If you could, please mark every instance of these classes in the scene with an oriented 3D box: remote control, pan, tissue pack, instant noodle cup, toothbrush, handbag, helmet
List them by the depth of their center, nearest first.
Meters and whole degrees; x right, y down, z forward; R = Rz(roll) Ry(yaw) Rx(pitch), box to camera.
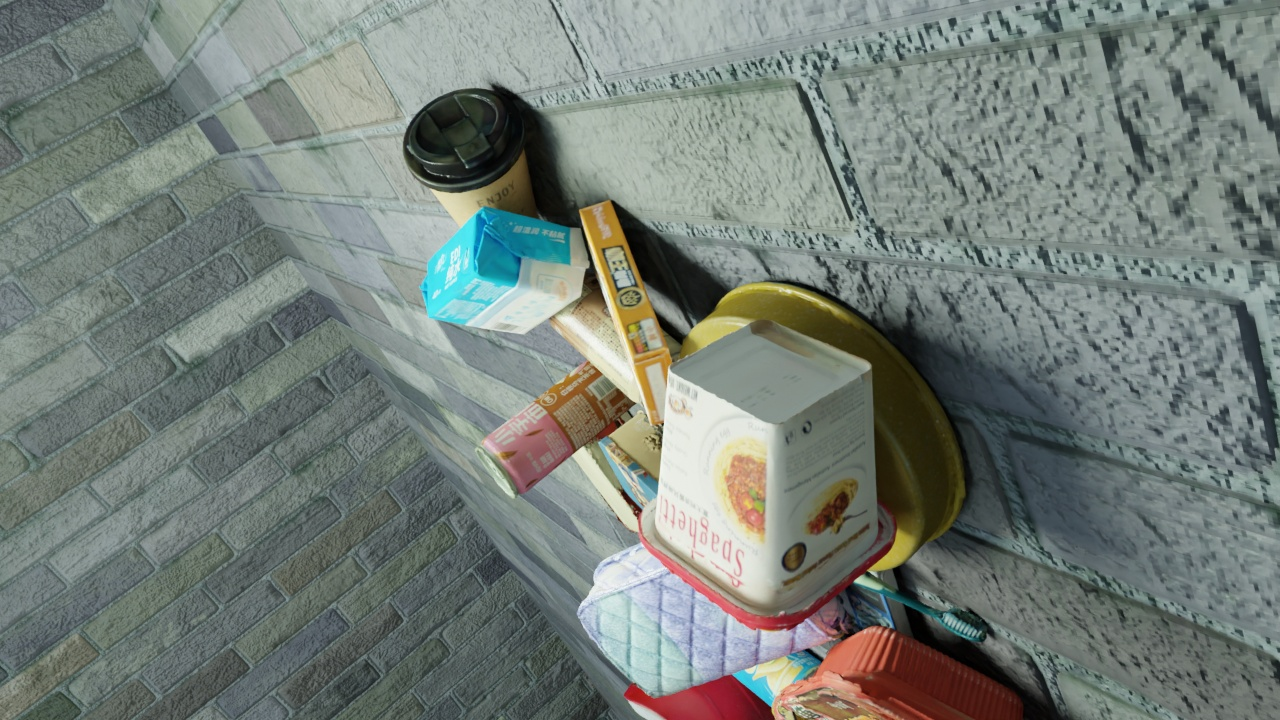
[{"bbox_3d":[0.066,0.055,0.481,0.116,0.116,0.124,28,133,42],"label":"instant noodle cup"},{"bbox_3d":[0.149,0.146,0.642,0.192,0.016,0.018,24,141,20],"label":"toothbrush"},{"bbox_3d":[0.084,0.049,0.650,0.197,0.078,0.358,56,154,-5],"label":"pan"},{"bbox_3d":[0.194,0.258,0.666,0.164,0.079,0.189,27,155,5],"label":"instant noodle cup"},{"bbox_3d":[0.180,0.184,0.699,0.049,0.024,0.125,28,151,49],"label":"remote control"},{"bbox_3d":[-0.108,-0.068,0.715,0.140,0.090,0.063,-26,59,56],"label":"tissue pack"},{"bbox_3d":[0.055,0.196,0.743,0.194,0.075,0.134,-30,108,34],"label":"handbag"},{"bbox_3d":[0.107,0.461,1.192,0.207,0.144,0.240,40,172,31],"label":"helmet"}]

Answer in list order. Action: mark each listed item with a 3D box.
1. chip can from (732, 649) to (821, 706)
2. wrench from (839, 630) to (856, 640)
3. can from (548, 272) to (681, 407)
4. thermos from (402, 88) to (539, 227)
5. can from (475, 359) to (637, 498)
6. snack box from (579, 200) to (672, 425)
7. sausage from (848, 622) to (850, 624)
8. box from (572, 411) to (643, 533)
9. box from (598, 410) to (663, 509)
[{"bbox_3d":[0.114,0.311,1.002,0.210,0.071,0.071,26,148,52],"label":"chip can"},{"bbox_3d":[0.218,0.298,0.799,0.273,0.016,0.056,54,167,-23],"label":"wrench"},{"bbox_3d":[-0.018,-0.017,0.736,0.116,0.058,0.059,42,159,27],"label":"can"},{"bbox_3d":[-0.124,-0.142,0.721,0.093,0.093,0.143,43,166,24],"label":"thermos"},{"bbox_3d":[-0.068,0.052,0.792,0.058,0.147,0.058,45,160,21],"label":"can"},{"bbox_3d":[-0.007,-0.035,0.640,0.075,0.026,0.153,75,176,-51],"label":"snack box"},{"bbox_3d":[0.150,0.233,0.862,0.020,0.020,0.156,56,160,-12],"label":"sausage"},{"bbox_3d":[-0.032,0.107,0.965,0.168,0.076,0.091,54,162,-8],"label":"box"},{"bbox_3d":[0.037,0.122,0.837,0.184,0.059,0.090,38,160,53],"label":"box"}]
